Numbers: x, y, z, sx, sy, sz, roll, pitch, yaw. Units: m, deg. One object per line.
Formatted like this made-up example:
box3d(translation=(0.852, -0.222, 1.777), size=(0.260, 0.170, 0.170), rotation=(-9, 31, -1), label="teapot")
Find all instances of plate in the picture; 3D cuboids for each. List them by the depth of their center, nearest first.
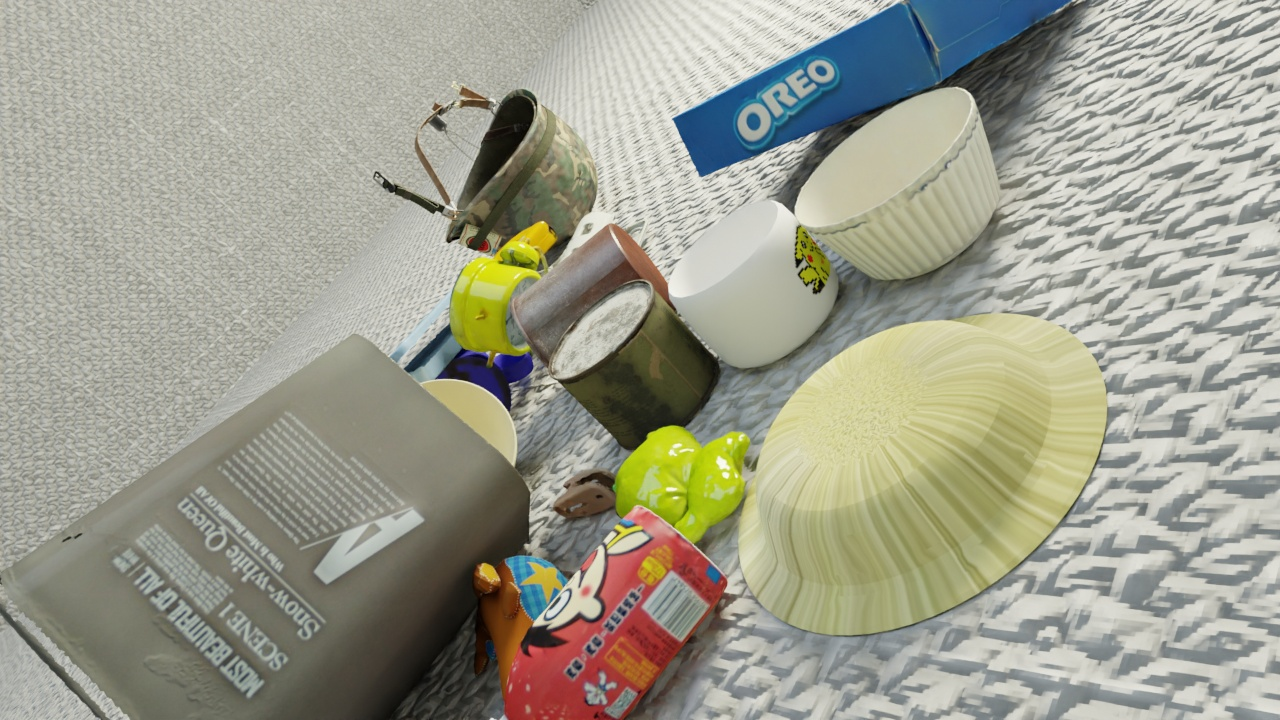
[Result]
box3d(translation=(0.109, 0.033, 0.417), size=(0.185, 0.036, 0.184), rotation=(-36, 23, 18), label="plate")

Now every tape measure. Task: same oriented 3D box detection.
box3d(translation=(-0.121, -0.103, 0.919), size=(0.059, 0.030, 0.068), rotation=(-15, 32, 53), label="tape measure")

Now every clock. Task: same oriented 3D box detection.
box3d(translation=(-0.116, -0.054, 0.797), size=(0.057, 0.083, 0.118), rotation=(11, 46, 24), label="clock")

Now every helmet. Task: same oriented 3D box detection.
box3d(translation=(-0.176, -0.223, 1.096), size=(0.225, 0.236, 0.192), rotation=(-20, 47, 39), label="helmet")

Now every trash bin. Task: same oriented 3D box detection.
box3d(translation=(-0.194, 0.125, 0.542), size=(0.219, 0.197, 0.198), rotation=(-46, -13, -24), label="trash bin")

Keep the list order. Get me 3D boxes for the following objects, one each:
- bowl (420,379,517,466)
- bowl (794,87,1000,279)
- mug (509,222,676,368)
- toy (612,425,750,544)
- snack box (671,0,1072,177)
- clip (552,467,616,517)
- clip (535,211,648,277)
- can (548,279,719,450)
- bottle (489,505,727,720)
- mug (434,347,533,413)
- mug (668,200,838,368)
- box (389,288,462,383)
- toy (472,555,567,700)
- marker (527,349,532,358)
box3d(translation=(-0.148, 0.083, 0.704), size=(0.117, 0.118, 0.074), rotation=(-53, -18, -22), label="bowl")
box3d(translation=(0.155, -0.096, 0.533), size=(0.115, 0.062, 0.115), rotation=(-36, 23, 18), label="bowl")
box3d(translation=(-0.030, -0.033, 0.726), size=(0.110, 0.096, 0.123), rotation=(-40, 58, 17), label="mug")
box3d(translation=(0.023, 0.066, 0.509), size=(0.094, 0.036, 0.094), rotation=(-27, 31, 28), label="toy")
box3d(translation=(0.167, -0.220, 0.670), size=(0.195, 0.056, 0.239), rotation=(-34, 14, -31), label="snack box")
box3d(translation=(-0.037, 0.087, 0.588), size=(0.049, 0.026, 0.061), rotation=(-47, 21, -4), label="clip")
box3d(translation=(-0.069, -0.090, 0.900), size=(0.151, 0.089, 0.125), rotation=(-19, 29, 27), label="clip")
box3d(translation=(-0.004, 0.004, 0.613), size=(0.090, 0.074, 0.089), rotation=(-35, 25, 19), label="can")
box3d(translation=(-0.024, 0.137, 0.426), size=(0.137, 0.062, 0.062), rotation=(-48, 22, -13), label="bottle")
box3d(translation=(-0.151, 0.020, 0.843), size=(0.111, 0.079, 0.083), rotation=(-24, 19, -13), label="mug")
box3d(translation=(0.075, -0.054, 0.588), size=(0.095, 0.068, 0.115), rotation=(-26, 28, 37), label="mug")
box3d(translation=(-0.186, -0.035, 0.826), size=(0.067, 0.052, 0.209), rotation=(-20, 19, 22), label="box")
box3d(translation=(-0.070, 0.161, 0.502), size=(0.103, 0.070, 0.090), rotation=(-58, 28, 28), label="toy")
box3d(translation=(-0.124, -0.030, 0.952), size=(0.017, 0.017, 0.146), rotation=(-41, 22, 7), label="marker")
